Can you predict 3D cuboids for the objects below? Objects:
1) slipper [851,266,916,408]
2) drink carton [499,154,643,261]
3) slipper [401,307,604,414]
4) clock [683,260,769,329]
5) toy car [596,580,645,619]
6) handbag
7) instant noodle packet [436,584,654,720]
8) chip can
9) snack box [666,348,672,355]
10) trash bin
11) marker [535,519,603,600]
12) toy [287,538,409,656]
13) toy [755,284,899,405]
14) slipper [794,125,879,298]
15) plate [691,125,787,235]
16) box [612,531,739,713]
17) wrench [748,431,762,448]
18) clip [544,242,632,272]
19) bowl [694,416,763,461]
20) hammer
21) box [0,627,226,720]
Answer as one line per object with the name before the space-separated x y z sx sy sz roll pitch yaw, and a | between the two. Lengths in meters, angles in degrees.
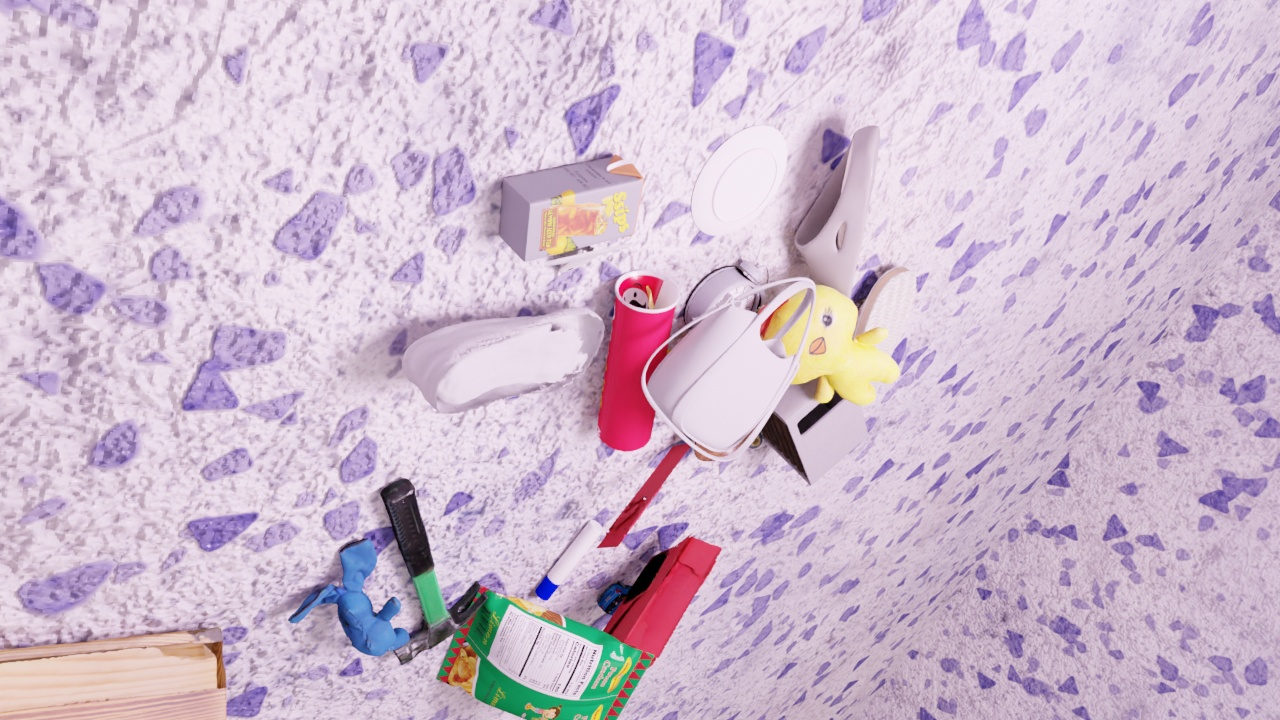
slipper | 0.346 -0.031 1.382 0.114 0.052 0.263 -22 137 -32
drink carton | -0.063 -0.141 0.845 0.124 0.048 0.076 -19 139 -32
slipper | -0.126 -0.006 0.902 0.246 0.074 0.112 -16 145 -50
clock | 0.109 -0.072 1.108 0.122 0.035 0.095 -36 146 -11
toy car | -0.022 0.387 1.458 0.056 0.043 0.120 -49 146 6
handbag | 0.117 -0.005 1.019 0.223 0.095 0.215 -49 145 5
instant noodle packet | -0.134 0.418 1.250 0.090 0.252 0.196 -74 -172 -62
chip can | -0.006 0.006 1.044 0.069 0.069 0.221 -21 140 -30
snack box | 0.076 0.024 1.141 0.105 0.061 0.084 -18 124 -32
trash bin | 0.232 0.064 1.309 0.114 0.114 0.229 -40 146 -6
marker | -0.099 0.279 1.282 0.133 0.023 0.027 -53 167 13
toy | -0.315 0.286 1.023 0.112 0.071 0.176 -24 129 -7
toy | 0.228 -0.018 1.145 0.134 0.207 0.092 -51 -170 19
slipper | 0.228 -0.169 1.095 0.266 0.081 0.112 83 18 -58
plate | 0.113 -0.193 1.004 0.134 0.011 0.135 -27 143 -23
box | 0.055 0.389 1.344 0.213 0.153 0.165 -51 -179 -42
wrench | 0.120 0.076 1.290 0.073 0.022 0.273 -46 145 2
clip | -0.062 -0.111 0.901 0.101 0.052 0.058 -16 108 -34
bowl | 0.115 0.094 1.262 0.114 0.026 0.102 0 130 -41
hammer | -0.256 0.245 1.079 0.130 0.032 0.319 -26 142 -23
box | -0.556 0.410 0.843 0.278 0.287 0.334 14 81 -51
